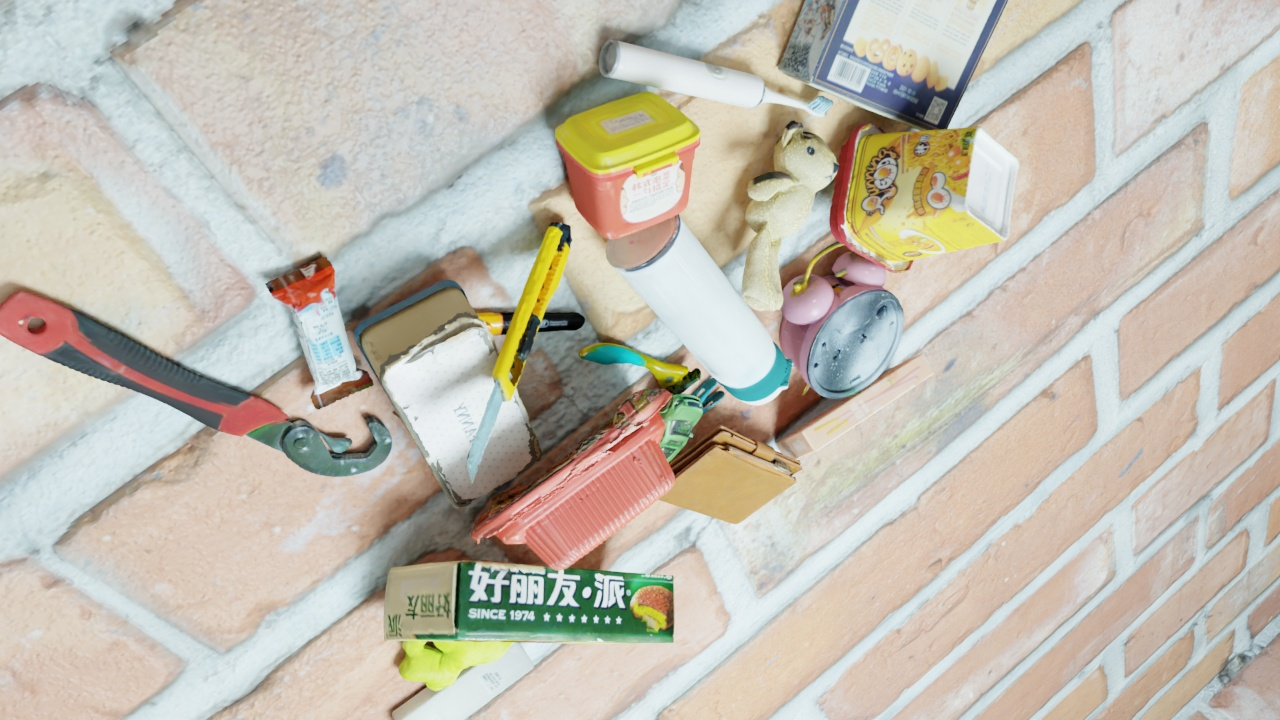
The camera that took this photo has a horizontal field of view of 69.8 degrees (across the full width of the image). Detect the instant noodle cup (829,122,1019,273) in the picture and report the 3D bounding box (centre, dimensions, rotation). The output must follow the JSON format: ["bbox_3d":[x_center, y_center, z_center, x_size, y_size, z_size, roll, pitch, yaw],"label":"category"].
[{"bbox_3d":[0.246,-0.143,0.789,0.116,0.124,0.116,19,78,-41],"label":"instant noodle cup"}]

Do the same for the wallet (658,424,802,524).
[{"bbox_3d":[0.085,0.116,0.906,0.131,0.031,0.108,24,126,-40],"label":"wallet"}]

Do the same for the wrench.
[{"bbox_3d":[-0.289,0.025,0.625,0.273,0.016,0.056,31,97,-42],"label":"wrench"}]

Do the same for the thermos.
[{"bbox_3d":[0.056,-0.037,0.786,0.073,0.073,0.224,-46,132,-2],"label":"thermos"}]

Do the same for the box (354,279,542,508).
[{"bbox_3d":[-0.140,0.025,0.683,0.089,0.060,0.184,-28,135,-15],"label":"box"}]

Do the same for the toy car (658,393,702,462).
[{"bbox_3d":[0.022,0.066,0.837,0.043,0.036,0.091,12,127,-36],"label":"toy car"}]

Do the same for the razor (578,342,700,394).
[{"bbox_3d":[-0.005,0.005,0.796,0.132,0.028,0.043,18,136,-43],"label":"razor"}]

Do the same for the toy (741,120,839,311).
[{"bbox_3d":[0.119,-0.117,0.767,0.105,0.066,0.157,14,92,-60],"label":"toy"}]

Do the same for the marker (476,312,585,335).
[{"bbox_3d":[-0.099,-0.029,0.720,0.123,0.015,0.018,-4,120,-32],"label":"marker"}]

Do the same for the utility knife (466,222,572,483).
[{"bbox_3d":[-0.085,-0.013,0.657,0.033,0.015,0.216,60,42,-55],"label":"utility knife"}]

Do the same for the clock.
[{"bbox_3d":[0.188,-0.042,0.878,0.117,0.060,0.159,-27,131,-17],"label":"clock"}]

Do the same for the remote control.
[{"bbox_3d":[-0.170,0.317,0.882,0.135,0.019,0.056,-34,131,-12],"label":"remote control"}]

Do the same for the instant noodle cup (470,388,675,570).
[{"bbox_3d":[-0.047,0.104,0.742,0.188,0.165,0.079,-35,89,-10],"label":"instant noodle cup"}]

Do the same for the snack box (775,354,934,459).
[{"bbox_3d":[0.219,0.050,0.944,0.157,0.026,0.085,-31,174,-15],"label":"snack box"}]

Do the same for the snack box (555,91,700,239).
[{"bbox_3d":[-0.007,-0.140,0.673,0.091,0.082,0.080,-24,138,-19],"label":"snack box"}]

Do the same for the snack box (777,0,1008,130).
[{"bbox_3d":[0.222,-0.295,0.753,0.177,0.046,0.183,7,113,-37],"label":"snack box"}]

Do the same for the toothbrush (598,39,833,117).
[{"bbox_3d":[0.067,-0.213,0.711,0.220,0.026,0.026,1,155,-34],"label":"toothbrush"}]

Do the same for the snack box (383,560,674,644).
[{"bbox_3d":[-0.091,0.214,0.801,0.239,0.115,0.063,17,66,-41],"label":"snack box"}]

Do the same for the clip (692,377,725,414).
[{"bbox_3d":[0.055,0.041,0.869,0.056,0.014,0.041,-40,131,-9],"label":"clip"}]

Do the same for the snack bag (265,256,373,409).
[{"bbox_3d":[-0.221,-0.017,0.637,0.048,0.026,0.104,-28,130,-24],"label":"snack bag"}]

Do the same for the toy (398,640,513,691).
[{"bbox_3d":[-0.168,0.261,0.840,0.096,0.031,0.100,36,92,-33],"label":"toy"}]
